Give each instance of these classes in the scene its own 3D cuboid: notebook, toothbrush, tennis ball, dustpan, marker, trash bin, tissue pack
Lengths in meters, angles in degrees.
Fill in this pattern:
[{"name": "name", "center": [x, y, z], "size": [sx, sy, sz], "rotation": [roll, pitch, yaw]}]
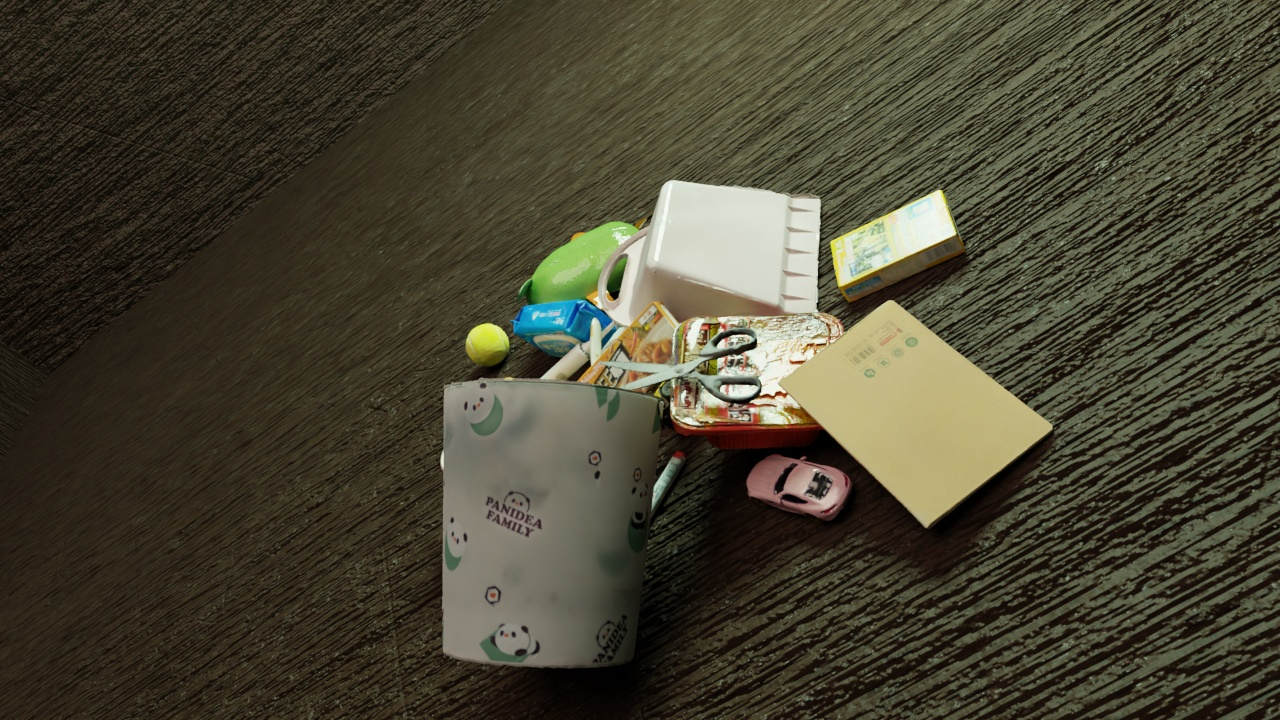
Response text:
[{"name": "notebook", "center": [0.248, 0.041, 0.854], "size": [0.147, 0.008, 0.207], "rotation": [-36, 52, -8]}, {"name": "toothbrush", "center": [-0.094, 0.004, 1.238], "size": [0.222, 0.026, 0.026], "rotation": [-41, 46, 25]}, {"name": "tennis ball", "center": [-0.236, -0.024, 1.413], "size": [0.066, 0.065, 0.065], "rotation": [-26, 38, 22]}, {"name": "dustpan", "center": [0.088, -0.120, 1.182], "size": [0.273, 0.139, 0.222], "rotation": [14, 51, 0]}, {"name": "marker", "center": [0.010, 0.164, 1.021], "size": [0.017, 0.017, 0.145], "rotation": [9, 59, 48]}, {"name": "trash bin", "center": [-0.091, 0.159, 0.901], "size": [0.230, 0.229, 0.251], "rotation": [-6, 77, 40]}, {"name": "tissue pack", "center": [-0.101, -0.041, 1.277], "size": [0.157, 0.095, 0.052], "rotation": [-3, 63, 42]}, {"name": "toothbrush", "center": [-0.059, 0.035, 1.171], "size": [0.018, 0.016, 0.191], "rotation": [-21, 62, 43]}]

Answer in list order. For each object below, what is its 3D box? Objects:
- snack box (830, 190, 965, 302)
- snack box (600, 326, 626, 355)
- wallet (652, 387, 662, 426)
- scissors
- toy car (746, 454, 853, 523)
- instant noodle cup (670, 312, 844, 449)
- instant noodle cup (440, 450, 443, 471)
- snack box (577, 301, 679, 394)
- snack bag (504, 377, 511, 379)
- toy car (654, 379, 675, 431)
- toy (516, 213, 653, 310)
[{"name": "snack box", "center": [0.290, -0.130, 1.046], "size": [0.141, 0.034, 0.086], "rotation": [-23, 39, 23]}, {"name": "snack box", "center": [0.009, -0.052, 1.208], "size": [0.156, 0.027, 0.085], "rotation": [-53, 19, -24]}, {"name": "wallet", "center": [0.026, 0.038, 1.138], "size": [0.122, 0.020, 0.096], "rotation": [-45, 35, 1]}, {"name": "scissors", "center": [0.047, 0.009, 0.935], "size": [0.174, 0.014, 0.159], "rotation": [32, 63, 34]}, {"name": "toy car", "center": [0.153, 0.123, 0.908], "size": [0.123, 0.037, 0.056], "rotation": [8, 57, 49]}, {"name": "instant noodle cup", "center": [0.127, 0.026, 0.966], "size": [0.189, 0.079, 0.164], "rotation": [-3, 46, 8]}, {"name": "instant noodle cup", "center": [-0.195, 0.135, 1.179], "size": [0.112, 0.099, 0.111], "rotation": [-27, 36, 22]}, {"name": "snack box", "center": [-0.007, 0.006, 1.110], "size": [0.154, 0.026, 0.075], "rotation": [-46, 69, 24]}, {"name": "snack bag", "center": [-0.128, 0.075, 1.147], "size": [0.073, 0.128, 0.208], "rotation": [-57, 29, -8]}, {"name": "toy car", "center": [0.076, 0.017, 1.065], "size": [0.155, 0.071, 0.041], "rotation": [-47, 39, -10]}, {"name": "toy", "center": [-0.064, -0.138, 1.336], "size": [0.247, 0.090, 0.226], "rotation": [-27, 34, 3]}]
